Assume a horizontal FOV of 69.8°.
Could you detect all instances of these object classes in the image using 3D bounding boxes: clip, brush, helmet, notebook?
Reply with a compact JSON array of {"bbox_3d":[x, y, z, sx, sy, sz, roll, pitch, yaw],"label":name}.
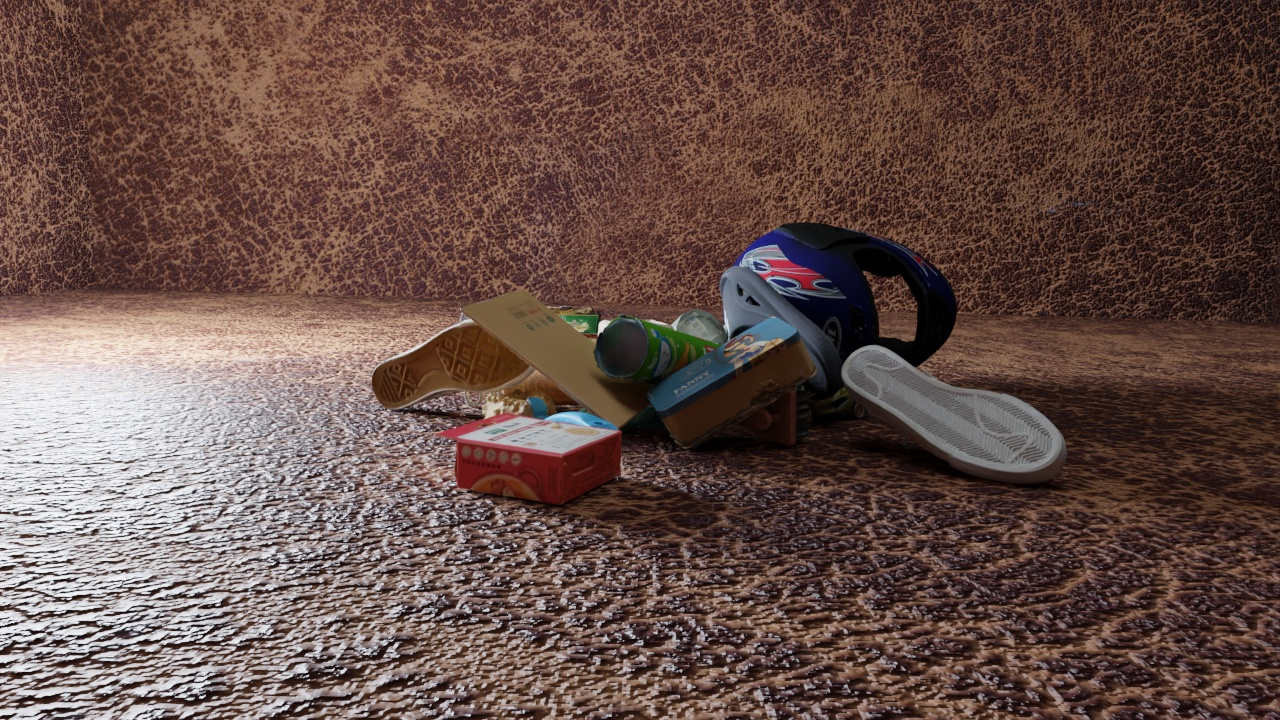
[{"bbox_3d":[0.026,0.070,1.050,0.056,0.014,0.043,3,8,3],"label":"clip"},{"bbox_3d":[-0.092,0.059,0.951,0.083,0.046,0.255,-1,2,-30],"label":"brush"},{"bbox_3d":[0.122,0.052,1.025,0.073,0.063,0.146,-7,10,-30],"label":"brush"},{"bbox_3d":[0.268,-0.070,1.340,0.316,0.248,0.239,20,32,36],"label":"helmet"},{"bbox_3d":[-0.082,-0.006,1.001,0.207,0.008,0.147,37,21,8],"label":"notebook"}]

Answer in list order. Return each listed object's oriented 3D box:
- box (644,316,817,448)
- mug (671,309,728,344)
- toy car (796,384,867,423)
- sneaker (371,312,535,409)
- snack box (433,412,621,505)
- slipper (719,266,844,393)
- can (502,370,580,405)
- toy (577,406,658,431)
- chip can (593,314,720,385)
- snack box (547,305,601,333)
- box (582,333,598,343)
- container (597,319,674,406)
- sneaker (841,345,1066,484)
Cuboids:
[{"bbox_3d":[0.089,0.026,0.967,0.184,0.059,0.090,-29,17,-5],"label":"box"},{"bbox_3d":[0.081,-0.022,1.302,0.123,0.083,0.104,-24,-12,-29],"label":"mug"},{"bbox_3d":[0.218,0.052,1.140,0.157,0.042,0.070,-6,10,-32],"label":"toy car"},{"bbox_3d":[-0.209,0.001,1.094,0.242,0.118,0.087,-17,6,28],"label":"sneaker"},{"bbox_3d":[-0.096,0.083,0.801,0.127,0.044,0.113,6,9,25],"label":"snack box"},{"bbox_3d":[0.153,-0.033,1.159,0.083,0.111,0.268,-29,36,-10],"label":"slipper"},{"bbox_3d":[-0.099,0.026,1.118,0.146,0.058,0.058,-3,4,37],"label":"can"},{"bbox_3d":[-0.040,0.064,1.032,0.096,0.030,0.092,-12,9,-38],"label":"toy"},{"bbox_3d":[0.043,0.001,1.063,0.072,0.072,0.235,7,-4,35],"label":"chip can"},{"bbox_3d":[-0.108,-0.009,1.325,0.118,0.118,0.105,-2,20,-5],"label":"snack box"},{"bbox_3d":[-0.092,0.005,1.222,0.168,0.091,0.080,1,5,-4],"label":"box"},{"bbox_3d":[-0.007,0.007,1.152,0.090,0.111,0.090,-1,8,-20],"label":"container"},{"bbox_3d":[0.311,0.067,0.925,0.242,0.089,0.091,32,-14,45],"label":"sneaker"}]
